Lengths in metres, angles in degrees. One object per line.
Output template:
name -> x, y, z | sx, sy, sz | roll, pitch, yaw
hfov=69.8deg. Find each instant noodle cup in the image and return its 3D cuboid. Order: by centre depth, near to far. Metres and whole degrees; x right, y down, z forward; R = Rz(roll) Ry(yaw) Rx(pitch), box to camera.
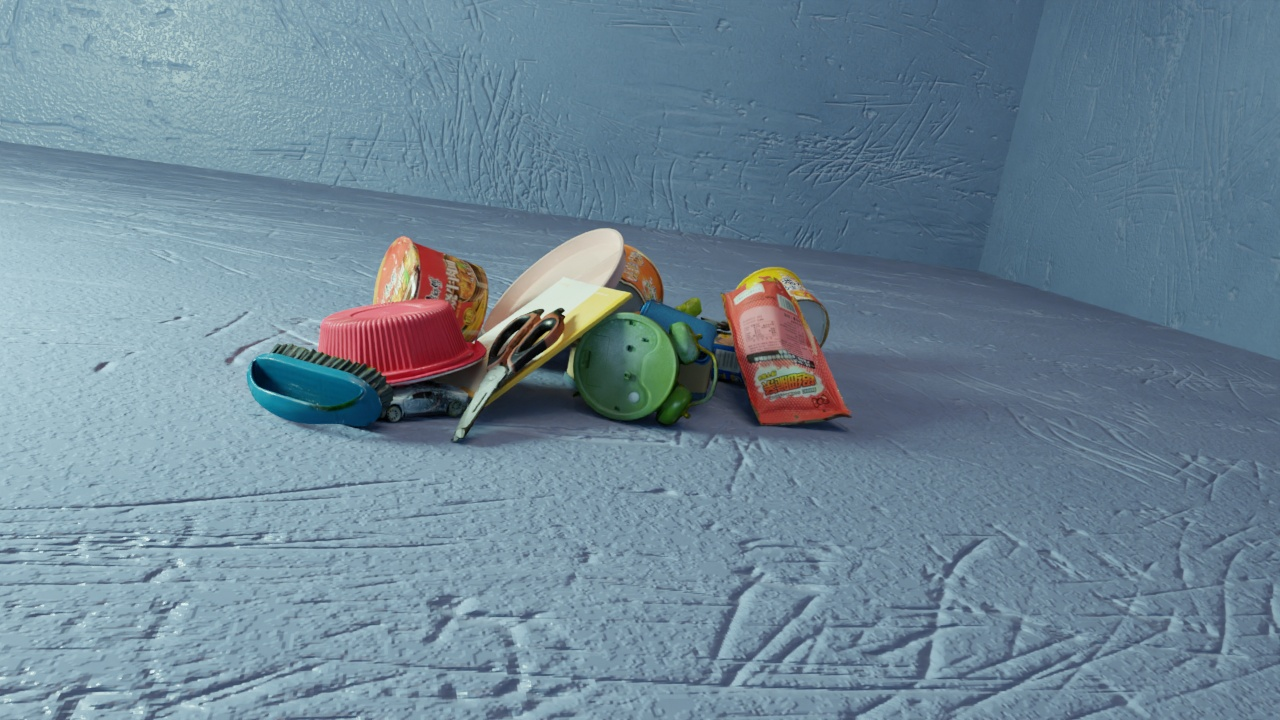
instant noodle cup -> -0.262, -0.022, 0.963 | 0.194, 0.066, 0.193 | -6, 14, 1
instant noodle cup -> -0.264, -0.078, 1.162 | 0.108, 0.138, 0.138 | 10, 11, -35
instant noodle cup -> -0.044, -0.079, 1.282 | 0.151, 0.151, 0.111 | 9, 22, 0
instant noodle cup -> 0.221, -0.064, 1.426 | 0.138, 0.138, 0.110 | 3, 23, -23

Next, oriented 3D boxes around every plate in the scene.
plate -> -0.109, -0.084, 1.188 | 0.028, 0.229, 0.229 | 49, -7, -28

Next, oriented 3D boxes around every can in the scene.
can -> 0.124, -0.006, 1.265 | 0.083, 0.057, 0.102 | 12, 14, 18

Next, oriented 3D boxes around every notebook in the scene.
notebook -> -0.124, -0.026, 1.011 | 0.205, 0.010, 0.146 | -38, 30, -23

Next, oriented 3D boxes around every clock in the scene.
clock -> 0.005, 0.009, 1.005 | 0.161, 0.116, 0.056 | 10, 3, 14

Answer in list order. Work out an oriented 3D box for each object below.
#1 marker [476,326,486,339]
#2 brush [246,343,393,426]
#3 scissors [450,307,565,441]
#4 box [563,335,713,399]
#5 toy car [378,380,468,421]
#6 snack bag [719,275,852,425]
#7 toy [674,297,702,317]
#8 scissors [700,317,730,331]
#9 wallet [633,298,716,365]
marker -> -0.214, -0.041, 1.203 | 0.017, 0.017, 0.145 | 3, 18, -24
brush -> -0.304, 0.029, 0.847 | 0.144, 0.055, 0.073 | 13, 31, 16
scissors -> -0.129, 0.009, 0.926 | 0.182, 0.015, 0.209 | -28, 28, -6
box -> -0.007, 0.007, 1.119 | 0.184, 0.063, 0.090 | 1, 16, -24
toy car -> -0.222, 0.038, 0.909 | 0.105, 0.031, 0.049 | -4, 17, -38
snack bag -> 0.171, -0.008, 1.133 | 0.128, 0.073, 0.207 | 1, 50, -19
toy -> 0.049, -0.048, 1.325 | 0.096, 0.100, 0.031 | -27, 69, -32
scissors -> 0.121, -0.038, 1.237 | 0.170, 0.019, 0.174 | 15, 15, 40
wallet -> 0.038, -0.034, 1.101 | 0.106, 0.040, 0.133 | 20, 16, 2
